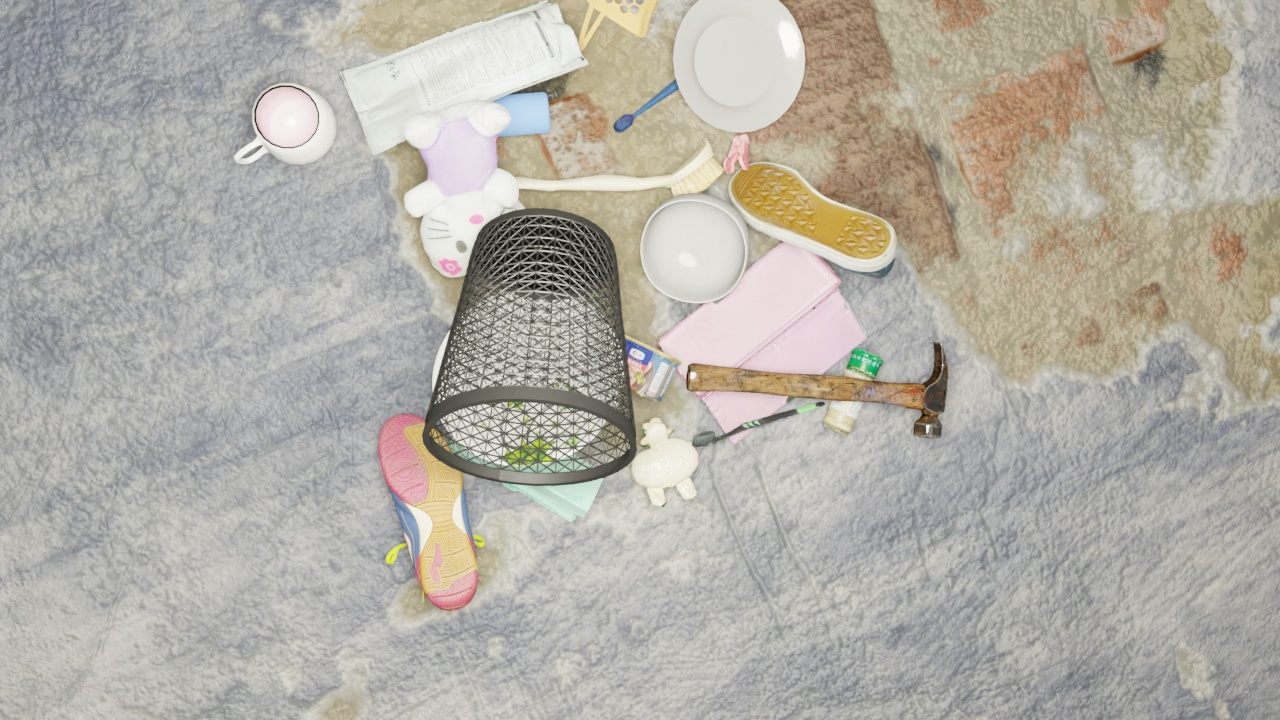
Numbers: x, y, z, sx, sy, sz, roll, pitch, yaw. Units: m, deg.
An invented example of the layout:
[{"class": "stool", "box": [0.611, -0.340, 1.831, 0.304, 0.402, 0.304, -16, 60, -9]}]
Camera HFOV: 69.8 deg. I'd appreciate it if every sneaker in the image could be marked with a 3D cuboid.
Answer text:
[{"class": "sneaker", "box": [-0.259, 0.184, 1.101, 0.116, 0.091, 0.241, -16, 75, -12]}, {"class": "sneaker", "box": [0.205, -0.161, 1.109, 0.235, 0.079, 0.087, 35, 81, 31]}]

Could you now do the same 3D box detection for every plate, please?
[{"class": "plate", "box": [0.120, -0.372, 1.138, 0.172, 0.019, 0.173, -3, 101, -15]}, {"class": "plate", "box": [-0.133, 0.020, 1.101, 0.229, 0.030, 0.229, -1, 68, 3]}]

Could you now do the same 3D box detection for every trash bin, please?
[{"class": "trash bin", "box": [-0.111, -0.018, 0.994, 0.217, 0.217, 0.242, 5, 61, -7]}]

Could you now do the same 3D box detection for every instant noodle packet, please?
[{"class": "instant noodle packet", "box": [-0.207, -0.338, 1.081, 0.269, 0.057, 0.146, -24, 60, -5]}]

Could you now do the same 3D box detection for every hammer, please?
[{"class": "hammer", "box": [0.219, 0.024, 1.128, 0.330, 0.033, 0.120, 5, 91, -9]}]

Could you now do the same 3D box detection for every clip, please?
[{"class": "clip", "box": [0.125, -0.259, 1.140, 0.022, 0.035, 0.057, 40, 53, -43]}]

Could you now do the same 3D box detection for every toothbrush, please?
[{"class": "toothbrush", "box": [0.044, -0.343, 1.141, 0.190, 0.017, 0.016, -37, 96, -4]}, {"class": "toothbrush", "box": [0.151, 0.077, 1.159, 0.187, 0.014, 0.017, -16, 125, -16]}]

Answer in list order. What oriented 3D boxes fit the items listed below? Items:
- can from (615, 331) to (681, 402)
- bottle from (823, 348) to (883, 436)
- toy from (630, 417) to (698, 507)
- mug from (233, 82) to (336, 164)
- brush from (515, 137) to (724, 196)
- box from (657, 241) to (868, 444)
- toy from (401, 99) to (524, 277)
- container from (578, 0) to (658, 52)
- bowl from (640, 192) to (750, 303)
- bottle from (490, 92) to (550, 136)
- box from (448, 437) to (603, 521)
[{"class": "can", "box": [-0.007, 0.007, 1.114, 0.100, 0.054, 0.059, 25, 90, 29]}, {"class": "bottle", "box": [0.271, 0.041, 1.172, 0.042, 0.042, 0.110, 23, 90, -8]}, {"class": "toy", "box": [0.030, 0.126, 1.141, 0.087, 0.050, 0.112, -20, 88, -10]}, {"class": "mug", "box": [-0.412, -0.262, 1.057, 0.124, 0.076, 0.090, -36, 96, -5]}, {"class": "brush", "box": [-0.032, -0.221, 1.123, 0.272, 0.062, 0.077, -7, 89, -3]}, {"class": "box", "box": [0.160, -0.027, 1.152, 0.232, 0.055, 0.180, -40, 97, -4]}, {"class": "toy", "box": [-0.203, -0.195, 1.050, 0.137, 0.085, 0.210, -16, 134, -13]}, {"class": "container", "box": [-0.027, -0.450, 1.046, 0.129, 0.183, 0.167, 30, 81, -8]}, {"class": "bowl", "box": [0.069, -0.141, 1.117, 0.132, 0.064, 0.132, 6, 115, 12]}, {"class": "bottle", "box": [-0.176, -0.293, 1.100, 0.131, 0.048, 0.048, -6, 93, -7]}, {"class": "box", "box": [-0.145, 0.129, 1.133, 0.188, 0.079, 0.077, 31, 48, -7]}]
